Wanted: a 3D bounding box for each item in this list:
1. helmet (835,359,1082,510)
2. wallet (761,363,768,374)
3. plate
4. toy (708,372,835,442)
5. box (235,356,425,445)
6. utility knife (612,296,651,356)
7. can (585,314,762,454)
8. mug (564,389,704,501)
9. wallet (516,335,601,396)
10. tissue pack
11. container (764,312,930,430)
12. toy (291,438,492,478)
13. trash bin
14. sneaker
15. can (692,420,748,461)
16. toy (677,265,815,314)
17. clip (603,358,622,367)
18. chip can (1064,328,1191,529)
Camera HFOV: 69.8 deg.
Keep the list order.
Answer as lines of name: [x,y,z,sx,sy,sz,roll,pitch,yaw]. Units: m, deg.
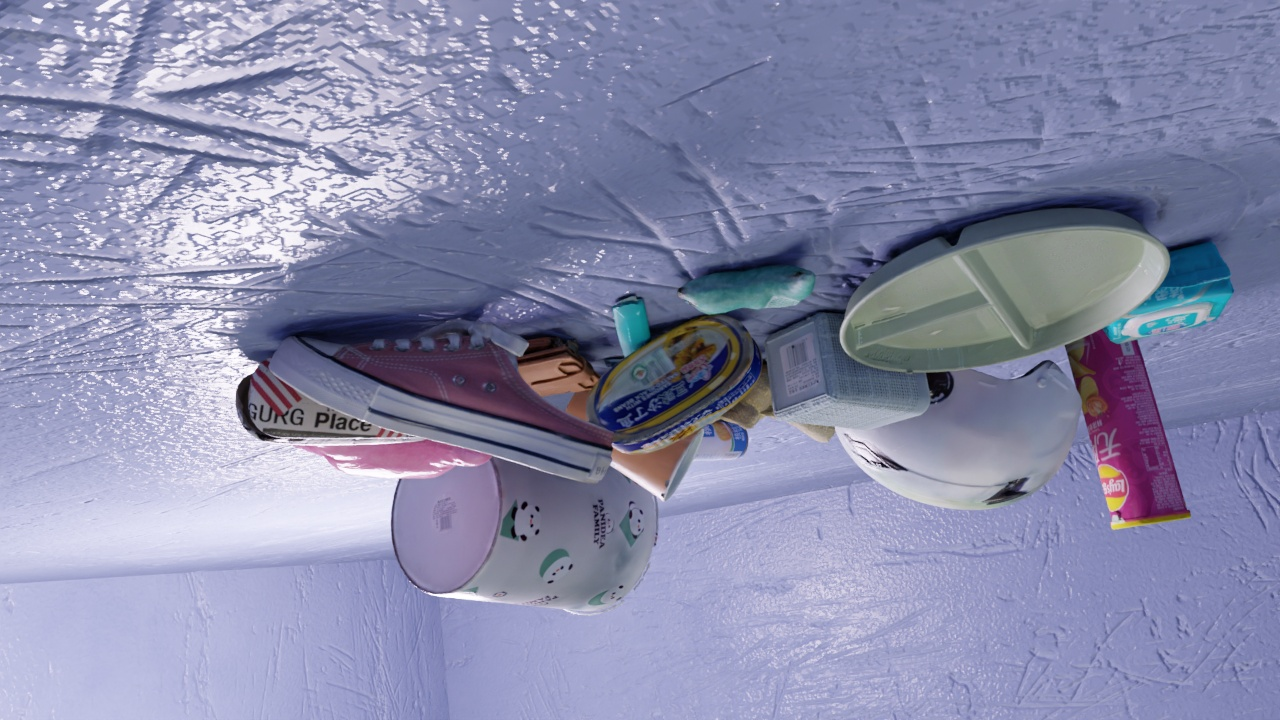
helmet: [0.324,0.084,0.973,0.259,0.145,0.229,2,171,13]
wallet: [0.100,0.027,0.948,0.115,0.033,0.090,-6,168,7]
plate: [0.260,-0.046,0.676,0.230,0.027,0.230,-6,157,-3]
toy: [0.109,0.043,0.863,0.157,0.105,0.066,12,127,1]
box: [-0.216,0.030,0.701,0.163,0.075,0.082,7,149,-41]
utility knife: [-0.004,-0.023,0.718,0.029,0.013,0.158,-11,164,0]
can: [0.027,0.020,0.739,0.148,0.074,0.049,-31,161,6]
mug: [-0.011,0.072,0.876,0.123,0.078,0.078,27,173,12]
wallet: [-0.094,0.010,0.766,0.108,0.031,0.132,-9,168,8]
tissue pack: [0.433,-0.054,0.765,0.093,0.050,0.133,-14,165,26]
container: [0.176,0.010,0.800,0.111,0.090,0.090,3,162,-33]
toy: [-0.233,0.067,0.828,0.194,0.074,0.179,8,177,-16]
trash bin: [-0.142,0.189,1.104,0.230,0.229,0.251,-17,158,34]
sneaker: [-0.128,0.013,0.636,0.241,0.088,0.118,17,176,-3]
can: [0.077,0.106,1.209,0.134,0.053,0.053,2,163,-38]
toy: [0.071,-0.047,0.630,0.092,0.030,0.096,-4,174,2]
clip: [-0.005,0.004,0.821,0.058,0.038,0.026,-8,165,7]
chip can: [0.490,0.061,0.933,0.071,0.210,0.071,-8,166,-2]
